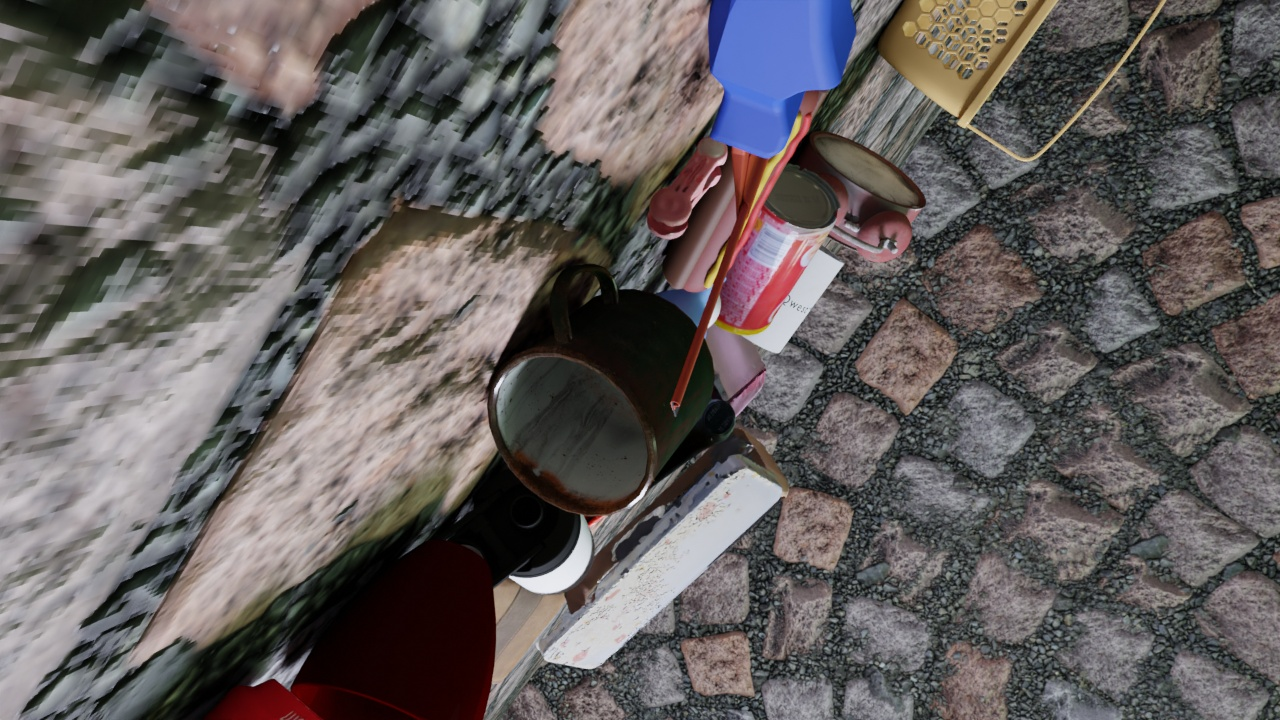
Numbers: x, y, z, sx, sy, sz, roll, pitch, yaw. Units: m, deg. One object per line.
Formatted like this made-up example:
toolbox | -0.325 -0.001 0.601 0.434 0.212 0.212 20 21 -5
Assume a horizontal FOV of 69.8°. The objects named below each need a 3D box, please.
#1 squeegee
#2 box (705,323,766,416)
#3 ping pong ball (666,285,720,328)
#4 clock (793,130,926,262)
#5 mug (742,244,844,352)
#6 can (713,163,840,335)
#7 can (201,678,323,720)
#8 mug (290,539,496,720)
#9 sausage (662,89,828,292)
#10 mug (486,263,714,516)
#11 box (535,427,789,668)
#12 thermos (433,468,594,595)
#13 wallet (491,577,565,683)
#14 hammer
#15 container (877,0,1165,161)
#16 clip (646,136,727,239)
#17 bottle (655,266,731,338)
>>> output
squeegee | 0.053 -0.126 0.337 0.185 0.055 0.248 109 2 -64
box | 0.061 -0.007 0.856 0.232 0.099 0.107 -22 115 -72
ping pong ball | 0.036 -0.039 0.636 0.040 0.040 0.040 -52 171 -11
clock | 0.168 -0.123 0.744 0.062 0.110 0.156 -59 -175 32
mug | 0.107 -0.073 0.801 0.119 0.083 0.096 14 115 -51
can | 0.092 -0.080 0.691 0.066 0.067 0.125 -46 169 -40
can | -0.170 0.195 0.342 0.142 0.074 0.075 -49 171 -27
mug | -0.107 0.143 0.454 0.114 0.087 0.088 89 17 -50
sausage | 0.055 -0.097 0.516 0.040 0.040 0.156 -45 168 -46
mug | -0.017 0.004 0.430 0.081 0.085 0.111 -45 133 -53
box | 0.010 0.141 0.718 0.217 0.095 0.114 -45 -151 11
thermos | -0.081 0.128 0.613 0.101 0.068 0.230 -38 168 -11
wallet | -0.125 0.228 0.778 0.098 0.027 0.121 21 110 -51
hammer | -0.018 0.117 0.790 0.140 0.036 0.327 -46 -179 -38
container | 0.307 -0.275 0.736 0.184 0.167 0.129 -58 171 24
clip | 0.026 -0.088 0.455 0.060 0.023 0.044 -48 165 -43
bottle | 0.014 -0.014 0.593 0.131 0.048 0.048 -54 172 2
